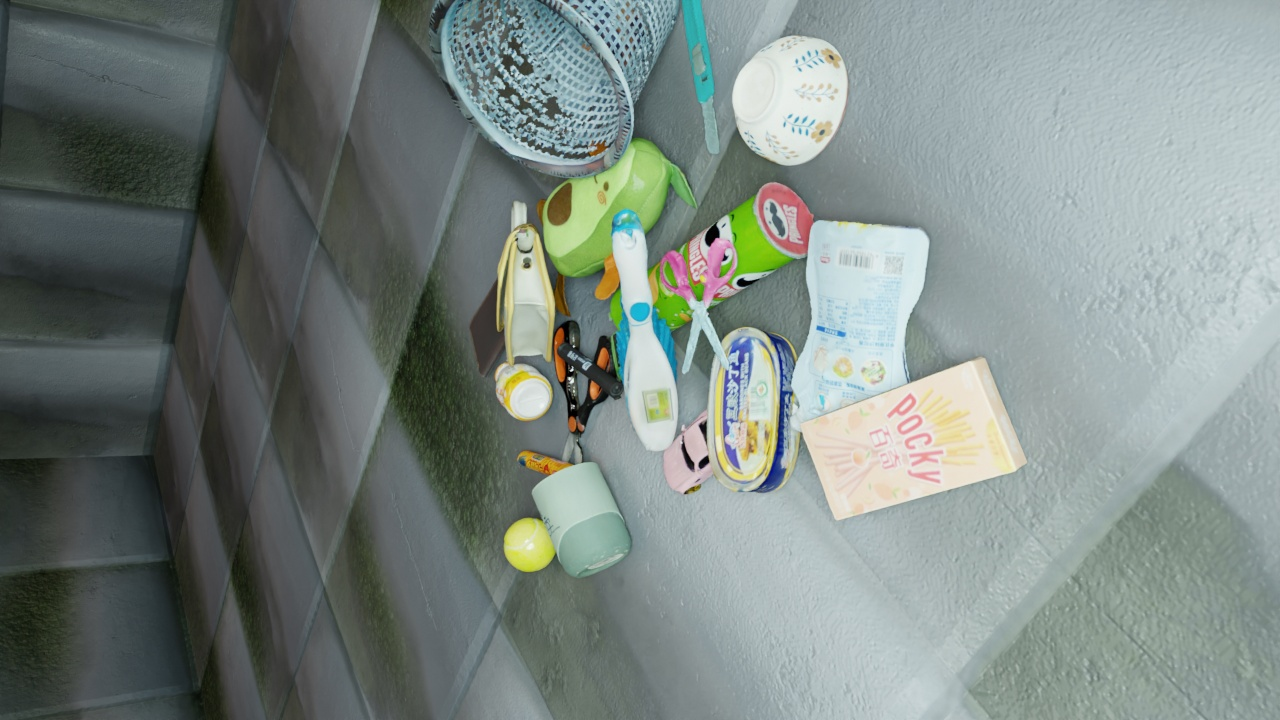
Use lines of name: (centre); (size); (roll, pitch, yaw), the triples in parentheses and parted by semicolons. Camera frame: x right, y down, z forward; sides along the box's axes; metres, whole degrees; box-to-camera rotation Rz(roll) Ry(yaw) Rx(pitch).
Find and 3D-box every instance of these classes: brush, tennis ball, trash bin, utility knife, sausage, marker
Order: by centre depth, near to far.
brush: (0.002, -0.029, 0.835); (0.109, 0.060, 0.315); (-97, -1, -49)
trash bin: (-0.065, -0.334, 0.931); (0.227, 0.226, 0.194); (-14, 37, 51)
utility knife: (0.062, -0.307, 0.940); (0.029, 0.013, 0.209); (-23, 70, 50)
marker: (-0.057, 0.010, 1.034); (0.132, 0.020, 0.022); (34, 147, 52)
tennis ball: (-0.136, 0.227, 1.130); (0.066, 0.065, 0.065); (-4, 85, 52)
sausage: (-0.116, 0.129, 1.130); (0.165, 0.021, 0.021); (3, 91, 60)

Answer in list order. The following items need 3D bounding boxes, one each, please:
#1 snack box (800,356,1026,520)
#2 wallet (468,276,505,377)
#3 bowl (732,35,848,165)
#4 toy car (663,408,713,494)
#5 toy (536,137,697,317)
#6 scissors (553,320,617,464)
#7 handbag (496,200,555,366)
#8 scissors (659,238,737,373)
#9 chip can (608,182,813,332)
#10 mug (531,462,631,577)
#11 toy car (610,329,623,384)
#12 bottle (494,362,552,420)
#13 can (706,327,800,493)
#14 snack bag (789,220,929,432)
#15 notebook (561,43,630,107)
snack box: (0.203, 0.063, 0.702); (0.158, 0.026, 0.084); (-27, 79, 42)
wallet: (-0.204, -0.050, 1.269); (0.123, 0.020, 0.096); (-50, 46, 40)
bowl: (0.122, -0.236, 0.820); (0.114, 0.062, 0.113); (-5, 84, 54)
toy car: (0.058, 0.089, 0.909); (0.123, 0.037, 0.056); (-48, 51, 41)
toy: (-0.047, -0.161, 1.011); (0.248, 0.089, 0.226); (-34, 56, 45)
scissors: (-0.073, 0.052, 1.097); (0.222, 0.021, 0.221); (-56, 45, 42)
handbag: (-0.147, -0.098, 1.114); (0.164, 0.063, 0.178); (108, 154, -63)
scissors: (0.049, -0.052, 0.830); (0.128, 0.017, 0.133); (34, 119, 42)
chip can: (0.061, -0.084, 0.884); (0.237, 0.072, 0.072); (-30, 65, 49)
mug: (-0.067, 0.185, 1.029); (0.106, 0.082, 0.112); (63, 156, 19)
toy car: (-0.006, 0.006, 0.998); (0.043, 0.036, 0.091); (-32, 67, 46)
bottle: (-0.154, 0.034, 1.166); (0.108, 0.063, 0.063); (35, 116, 60)
can: (0.102, 0.045, 0.824); (0.075, 0.049, 0.148); (0, 84, 34)
snack bag: (0.176, -0.017, 0.755); (0.110, 0.038, 0.191); (11, 101, 35)
notebook: (-0.042, -0.407, 1.085); (0.148, 0.008, 0.208); (16, 102, 51)
